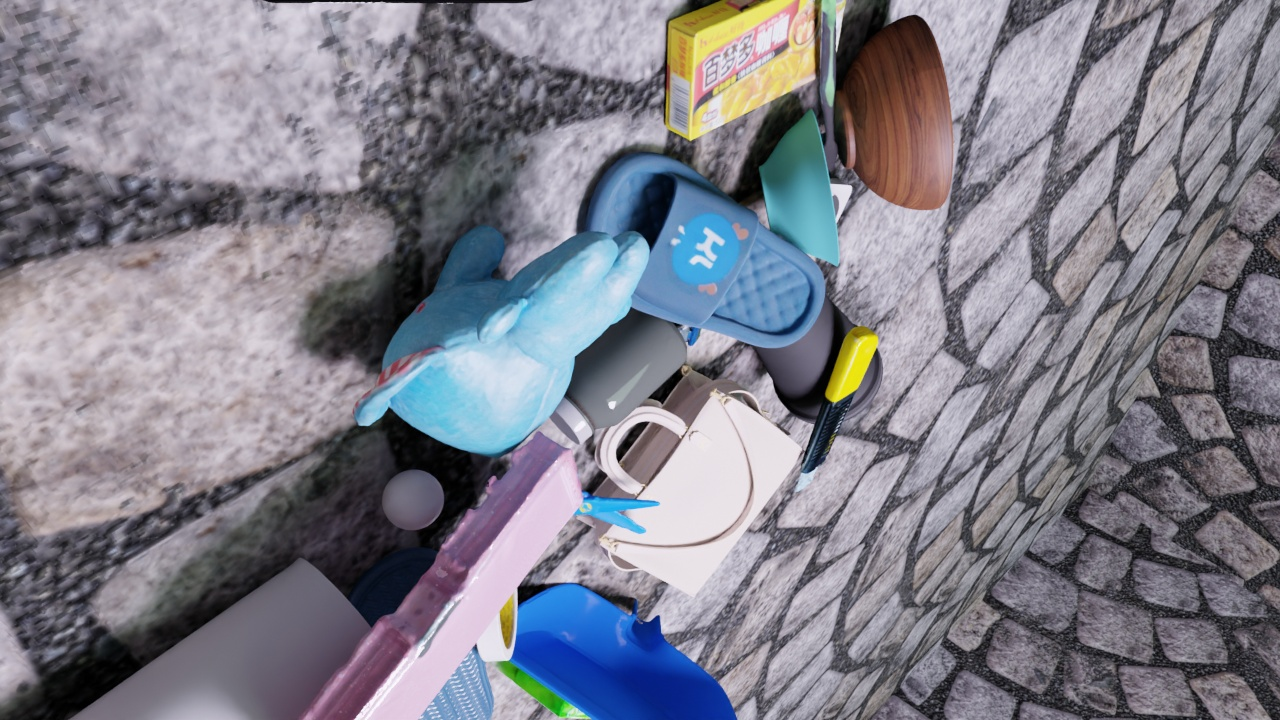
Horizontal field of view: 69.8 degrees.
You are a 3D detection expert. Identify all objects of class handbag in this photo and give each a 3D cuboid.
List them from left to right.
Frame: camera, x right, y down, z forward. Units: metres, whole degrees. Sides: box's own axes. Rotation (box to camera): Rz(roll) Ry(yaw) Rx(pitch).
[{"bbox_3d":[0.028,0.098,0.811,0.194,0.101,0.197,-53,136,1],"label":"handbag"}]

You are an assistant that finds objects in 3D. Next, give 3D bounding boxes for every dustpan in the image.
[{"bbox_3d":[-0.009,0.286,0.878,0.059,0.245,0.257,-55,178,-3],"label":"dustpan"}]

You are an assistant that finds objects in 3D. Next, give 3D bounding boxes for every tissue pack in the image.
[{"bbox_3d":[-0.080,0.295,0.854,0.034,0.100,0.114,-62,149,-5],"label":"tissue pack"}]

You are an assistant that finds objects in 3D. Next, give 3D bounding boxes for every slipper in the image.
[{"bbox_3d":[-0.172,0.230,0.707,0.103,0.059,0.214,-27,127,-26],"label":"slipper"},{"bbox_3d":[0.052,-0.065,0.647,0.213,0.059,0.104,25,99,-32],"label":"slipper"}]

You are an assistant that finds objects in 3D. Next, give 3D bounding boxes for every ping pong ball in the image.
[{"bbox_3d":[-0.152,0.093,0.613,0.040,0.040,0.040,-32,143,-29],"label":"ping pong ball"}]

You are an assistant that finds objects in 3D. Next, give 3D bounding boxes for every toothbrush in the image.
[{"bbox_3d":[0.133,-0.207,0.656,0.014,0.017,0.188,-19,145,-2],"label":"toothbrush"}]

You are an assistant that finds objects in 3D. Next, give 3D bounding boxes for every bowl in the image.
[{"bbox_3d":[0.119,-0.128,0.709,0.046,0.121,0.121,-10,145,9],"label":"bowl"},{"bbox_3d":[0.187,-0.185,0.712,0.069,0.147,0.147,-10,143,6],"label":"bowl"}]

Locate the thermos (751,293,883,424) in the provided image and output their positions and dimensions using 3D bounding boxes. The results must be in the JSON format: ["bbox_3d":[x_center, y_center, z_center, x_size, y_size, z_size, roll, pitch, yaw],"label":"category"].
[{"bbox_3d":[0.141,-0.025,0.819,0.106,0.106,0.218,-51,143,-2],"label":"thermos"}]

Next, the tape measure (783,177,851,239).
[{"bbox_3d":[0.153,-0.130,0.800,0.064,0.017,0.065,-9,128,-48],"label":"tape measure"}]

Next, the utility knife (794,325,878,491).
[{"bbox_3d":[0.170,0.050,0.820,0.028,0.020,0.187,-7,129,-28],"label":"utility knife"}]

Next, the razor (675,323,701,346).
[{"bbox_3d":[-0.004,0.004,0.733,0.140,0.018,0.044,-36,162,-20],"label":"razor"}]

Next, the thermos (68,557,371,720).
[{"bbox_3d":[-0.263,0.222,0.534,0.221,0.131,0.132,-42,148,-29],"label":"thermos"}]

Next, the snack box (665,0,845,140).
[{"bbox_3d":[0.079,-0.211,0.619,0.152,0.025,0.075,-32,143,-29],"label":"snack box"}]

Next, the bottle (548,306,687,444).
[{"bbox_3d":[-0.020,0.011,0.680,0.108,0.060,0.060,-42,147,-16],"label":"bottle"}]

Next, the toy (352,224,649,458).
[{"bbox_3d":[-0.077,-0.024,0.532,0.181,0.115,0.183,-44,163,29],"label":"toy"}]

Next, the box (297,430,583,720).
[{"bbox_3d":[-0.119,0.163,0.578,0.232,0.051,0.180,-53,173,-20],"label":"box"}]

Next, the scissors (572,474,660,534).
[{"bbox_3d":[-0.048,0.124,0.739,0.132,0.020,0.097,29,114,-22],"label":"scissors"}]

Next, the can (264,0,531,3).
[{"bbox_3d":[-0.100,-0.185,0.366,0.145,0.080,0.080,-20,136,-41],"label":"can"}]

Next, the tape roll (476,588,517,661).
[{"bbox_3d":[-0.112,0.185,0.713,0.019,0.093,0.094,-3,137,1],"label":"tape roll"}]
